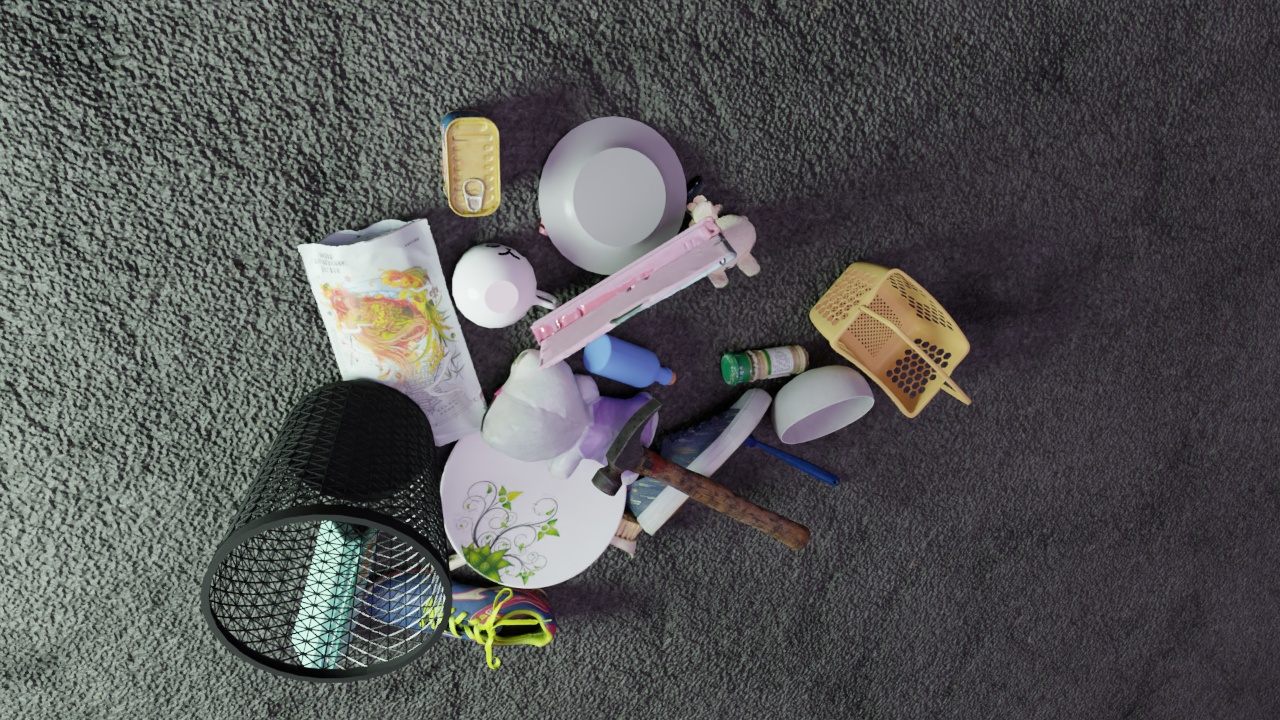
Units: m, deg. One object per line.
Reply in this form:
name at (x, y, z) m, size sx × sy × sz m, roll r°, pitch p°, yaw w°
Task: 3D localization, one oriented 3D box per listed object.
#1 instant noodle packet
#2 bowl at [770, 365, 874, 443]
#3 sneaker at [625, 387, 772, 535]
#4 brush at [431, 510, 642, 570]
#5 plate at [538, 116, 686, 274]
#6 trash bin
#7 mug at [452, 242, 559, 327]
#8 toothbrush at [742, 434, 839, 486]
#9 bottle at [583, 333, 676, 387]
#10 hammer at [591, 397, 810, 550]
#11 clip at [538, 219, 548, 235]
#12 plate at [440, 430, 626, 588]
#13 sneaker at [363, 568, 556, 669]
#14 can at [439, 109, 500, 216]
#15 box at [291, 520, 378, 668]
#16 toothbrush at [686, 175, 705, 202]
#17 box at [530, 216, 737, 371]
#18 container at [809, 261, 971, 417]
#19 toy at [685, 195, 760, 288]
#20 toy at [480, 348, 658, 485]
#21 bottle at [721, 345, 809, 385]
instant noodle packet at (-0.262, -0.015, 0.994) m, size 0.147 × 0.057 × 0.269 m, roll -14°, pitch 119°, yaw -6°
bowl at (0.228, 0.050, 1.183) m, size 0.131 × 0.064 × 0.132 m, roll -18°, pitch 157°, yaw -8°
sneaker at (0.068, 0.112, 1.165) m, size 0.079 × 0.087 × 0.235 m, roll 43°, pitch 83°, yaw 8°
brush at (-0.128, 0.230, 1.159) m, size 0.272 × 0.062 × 0.077 m, roll -7°, pitch 88°, yaw -12°
plate at (-0.025, -0.180, 1.011) m, size 0.172 × 0.019 × 0.173 m, roll -4°, pitch 103°, yaw -19°
trash bin at (-0.297, 0.155, 0.928) m, size 0.217 × 0.243 × 0.217 m, roll -4°, pitch 124°, yaw -7°
mug at (-0.143, -0.077, 0.998) m, size 0.123 × 0.076 × 0.090 m, roll 15°, pitch 107°, yaw -26°
toothbrush at (0.207, 0.138, 1.260) m, size 0.190 × 0.017 × 0.016 m, roll 26°, pitch 102°, yaw -28°
bottle at (-0.007, 0.006, 1.100) m, size 0.131 × 0.048 × 0.048 m, roll 19°, pitch 105°, yaw -43°
hammer at (0.098, 0.159, 1.119) m, size 0.330 × 0.033 × 0.120 m, roll 30°, pitch 97°, yaw -32°
clip at (-0.084, -0.149, 1.021) m, size 0.057 × 0.022 × 0.035 m, roll 9°, pitch 113°, yaw -22°
plate at (-0.130, 0.160, 1.119) m, size 0.229 × 0.030 × 0.229 m, roll -1°, pitch 92°, yaw -19°
sneaker at (-0.218, 0.312, 1.136) m, size 0.241 × 0.091 × 0.116 m, roll 11°, pitch 111°, yaw -24°
can at (-0.176, -0.203, 0.940) m, size 0.054 × 0.059 × 0.100 m, roll -6°, pitch 114°, yaw -18°
box at (-0.346, 0.276, 1.088) m, size 0.079 × 0.077 × 0.189 m, roll 5°, pitch 110°, yaw -40°
toothbrush at (0.010, -0.140, 1.065) m, size 0.188 × 0.014 × 0.017 m, roll -48°, pitch 128°, yaw 5°
box at (-0.010, -0.076, 0.980) m, size 0.233 × 0.180 × 0.055 m, roll -31°, pitch 97°, yaw 6°
container at (0.324, -0.025, 1.146) m, size 0.183 × 0.167 × 0.129 m, roll 38°, pitch 96°, yaw -29°
toy at (0.093, -0.139, 1.075) m, size 0.087 × 0.050 × 0.112 m, roll -32°, pitch 87°, yaw 0°
toy at (-0.077, 0.074, 1.073) m, size 0.209 × 0.086 × 0.137 m, roll 20°, pitch 84°, yaw -26°
bottle at (0.159, 0.005, 1.169) m, size 0.109 × 0.042 × 0.043 m, roll -8°, pitch 115°, yaw -18°
